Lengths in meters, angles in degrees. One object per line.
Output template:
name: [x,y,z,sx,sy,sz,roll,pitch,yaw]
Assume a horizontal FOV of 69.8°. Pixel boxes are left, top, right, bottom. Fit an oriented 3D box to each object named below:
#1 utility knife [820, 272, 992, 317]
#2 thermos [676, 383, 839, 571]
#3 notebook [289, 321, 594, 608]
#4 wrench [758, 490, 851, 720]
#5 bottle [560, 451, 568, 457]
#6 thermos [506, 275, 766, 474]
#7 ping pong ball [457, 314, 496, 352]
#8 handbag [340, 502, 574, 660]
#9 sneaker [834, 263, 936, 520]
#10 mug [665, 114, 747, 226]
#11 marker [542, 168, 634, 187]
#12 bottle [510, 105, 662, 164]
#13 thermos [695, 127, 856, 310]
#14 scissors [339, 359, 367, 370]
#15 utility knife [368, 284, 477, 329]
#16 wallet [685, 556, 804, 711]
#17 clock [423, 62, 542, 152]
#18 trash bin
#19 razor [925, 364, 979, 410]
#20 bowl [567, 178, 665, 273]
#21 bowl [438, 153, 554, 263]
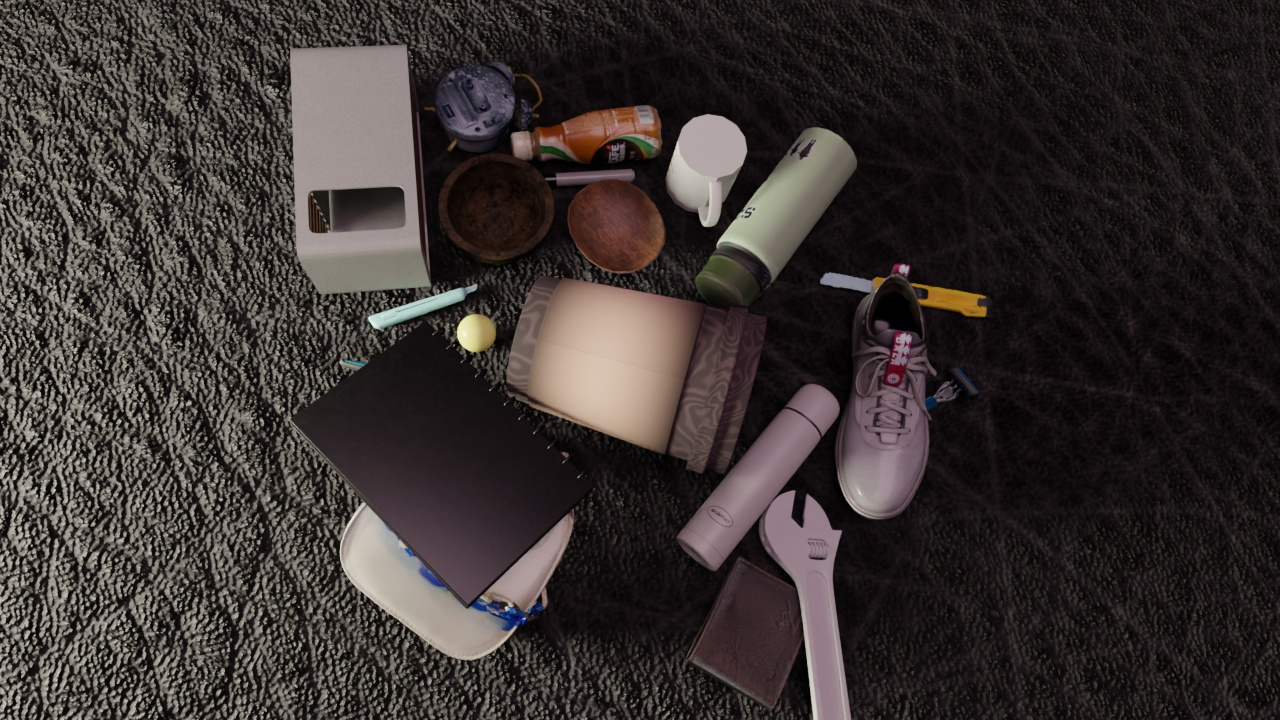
utility knife: [0.306,-0.076,1.053,0.207,0.018,0.030,8,65,-2]
thermos: [0.127,0.116,0.955,0.052,0.052,0.223,41,74,5]
notebook: [-0.176,0.085,0.843,0.231,0.019,0.168,43,60,9]
wrench: [0.169,0.264,0.914,0.086,0.018,0.272,5,64,-15]
bottle: [-0.167,0.092,0.924,0.186,0.053,0.053,13,73,-4]
thermos: [-0.005,0.005,0.917,0.226,0.173,0.172,15,73,4]
ping pong ball: [-0.172,-0.029,0.964,0.040,0.040,0.040,2,74,-7]
handbag: [-0.163,0.161,0.862,0.200,0.093,0.199,36,85,-4]
sneaker: [0.257,0.030,0.945,0.097,0.129,0.262,5,71,10]
mug: [0.073,-0.203,1.017,0.073,0.090,0.105,-5,75,-9]
marker: [-0.077,-0.205,1.038,0.140,0.016,0.016,-5,75,-9]
bottle: [-0.061,-0.248,1.029,0.167,0.059,0.059,-9,76,-10]
thermos: [0.151,-0.150,1.023,0.082,0.082,0.231,36,73,3]
scissors: [-0.246,0.029,0.950,0.132,0.019,0.148,-31,80,-13]
utility knife: [-0.229,-0.057,0.979,0.119,0.015,0.022,-20,46,-13]
wallet: [0.114,0.273,0.924,0.099,0.031,0.119,30,71,0]
clock: [-0.172,-0.286,1.029,0.129,0.052,0.090,-27,79,-13]
trash bin: [-0.289,-0.197,0.957,0.114,0.115,0.228,-5,75,-9]
razor: [0.303,0.056,1.012,0.144,0.022,0.042,-30,66,-9]
bowl: [-0.028,-0.145,1.022,0.101,0.026,0.114,-31,80,-15]
bowl: [-0.155,-0.156,0.993,0.121,0.056,0.121,2,74,-7]
